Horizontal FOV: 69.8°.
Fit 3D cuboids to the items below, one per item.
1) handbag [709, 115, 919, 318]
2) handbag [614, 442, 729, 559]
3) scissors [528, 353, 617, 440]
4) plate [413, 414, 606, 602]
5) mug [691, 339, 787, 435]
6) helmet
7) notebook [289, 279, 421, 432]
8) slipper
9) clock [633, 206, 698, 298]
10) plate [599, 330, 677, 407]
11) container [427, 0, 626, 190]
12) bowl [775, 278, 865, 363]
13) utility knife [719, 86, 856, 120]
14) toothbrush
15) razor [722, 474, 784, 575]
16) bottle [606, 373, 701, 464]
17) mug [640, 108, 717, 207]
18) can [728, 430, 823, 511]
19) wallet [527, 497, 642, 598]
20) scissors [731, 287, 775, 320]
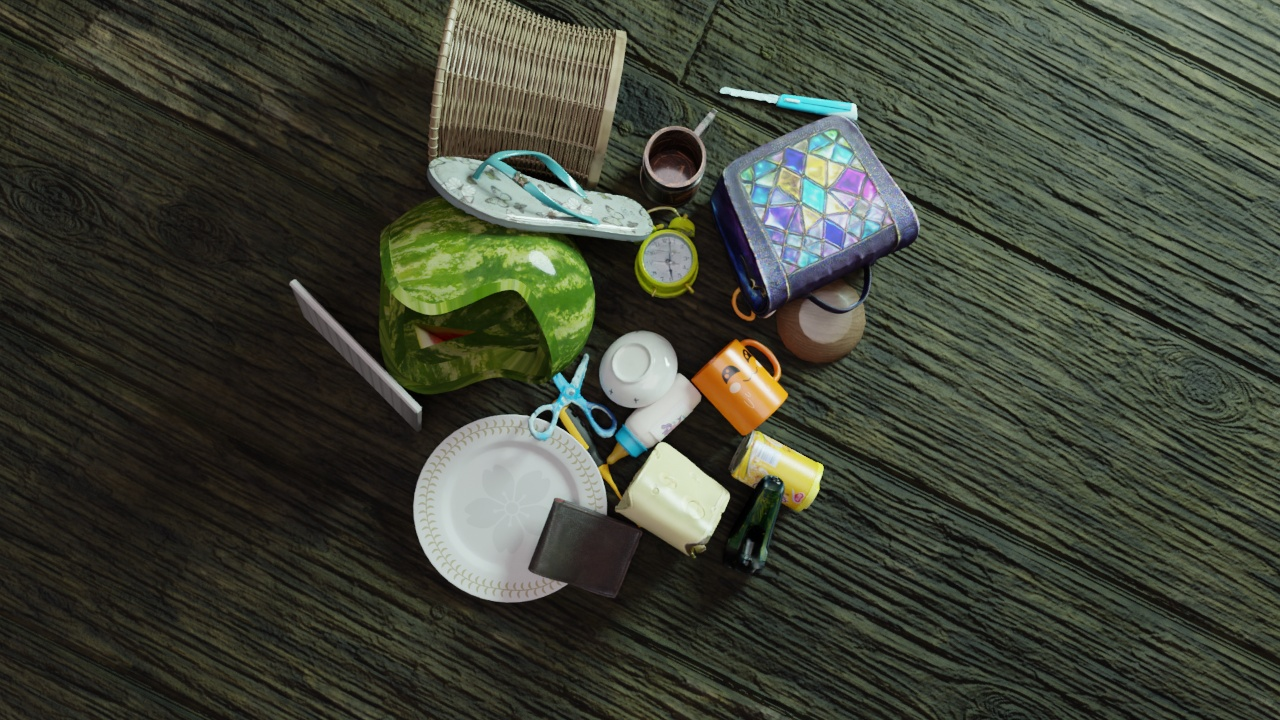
[{"bbox_3d":[0.211,-0.162,1.129,0.204,0.125,0.222,-26,86,-6],"label":"handbag"},{"bbox_3d":[0.041,0.177,1.128,0.119,0.111,0.081,36,115,1],"label":"handbag"},{"bbox_3d":[-0.082,0.053,1.160,0.137,0.011,0.133,27,62,-9],"label":"scissors"},{"bbox_3d":[-0.164,0.187,1.164,0.242,0.016,0.242,0,97,-3],"label":"plate"},{"bbox_3d":[0.135,0.024,1.162,0.096,0.078,0.112,47,57,1],"label":"mug"},{"bbox_3d":[-0.179,-0.087,1.079,0.247,0.214,0.242,1,55,-15],"label":"helmet"},{"bbox_3d":[-0.342,-0.001,1.116,0.210,0.143,0.009,45,71,0],"label":"notebook"},{"bbox_3d":[-0.099,-0.184,1.019,0.268,0.055,0.098,9,45,-27],"label":"slipper"},{"bbox_3d":[0.031,-0.137,1.167,0.083,0.057,0.119,-8,82,-1],"label":"clock"},{"bbox_3d":[-0.007,0.007,1.155,0.104,0.026,0.104,-7,68,18],"label":"plate"},{"bbox_3d":[-0.132,-0.317,1.093,0.196,0.227,0.227,11,88,-8],"label":"container"},{"bbox_3d":[0.235,-0.055,1.180,0.118,0.030,0.118,0,88,-1],"label":"bowl"},{"bbox_3d":[0.192,-0.335,1.196,0.181,0.015,0.022,8,85,2],"label":"utility knife"},{"bbox_3d":[-0.054,0.132,1.173,0.031,0.031,0.196,-34,93,7],"label":"toothbrush"},{"bbox_3d":[0.145,0.207,1.136,0.054,0.067,0.152,16,125,1],"label":"razor"},{"bbox_3d":[0.012,0.080,1.163,0.146,0.051,0.051,-43,89,-2],"label":"bottle"},{"bbox_3d":[0.051,-0.254,1.144,0.080,0.107,0.116,39,88,0],"label":"mug"},{"bbox_3d":[0.171,0.138,1.156,0.105,0.067,0.067,28,88,0],"label":"can"},{"bbox_3d":[-0.069,0.236,1.152,0.120,0.031,0.099,20,98,-8],"label":"wallet"},{"bbox_3d":[0.146,-0.116,1.189,0.064,0.013,0.128,-6,89,-1],"label":"scissors"}]
